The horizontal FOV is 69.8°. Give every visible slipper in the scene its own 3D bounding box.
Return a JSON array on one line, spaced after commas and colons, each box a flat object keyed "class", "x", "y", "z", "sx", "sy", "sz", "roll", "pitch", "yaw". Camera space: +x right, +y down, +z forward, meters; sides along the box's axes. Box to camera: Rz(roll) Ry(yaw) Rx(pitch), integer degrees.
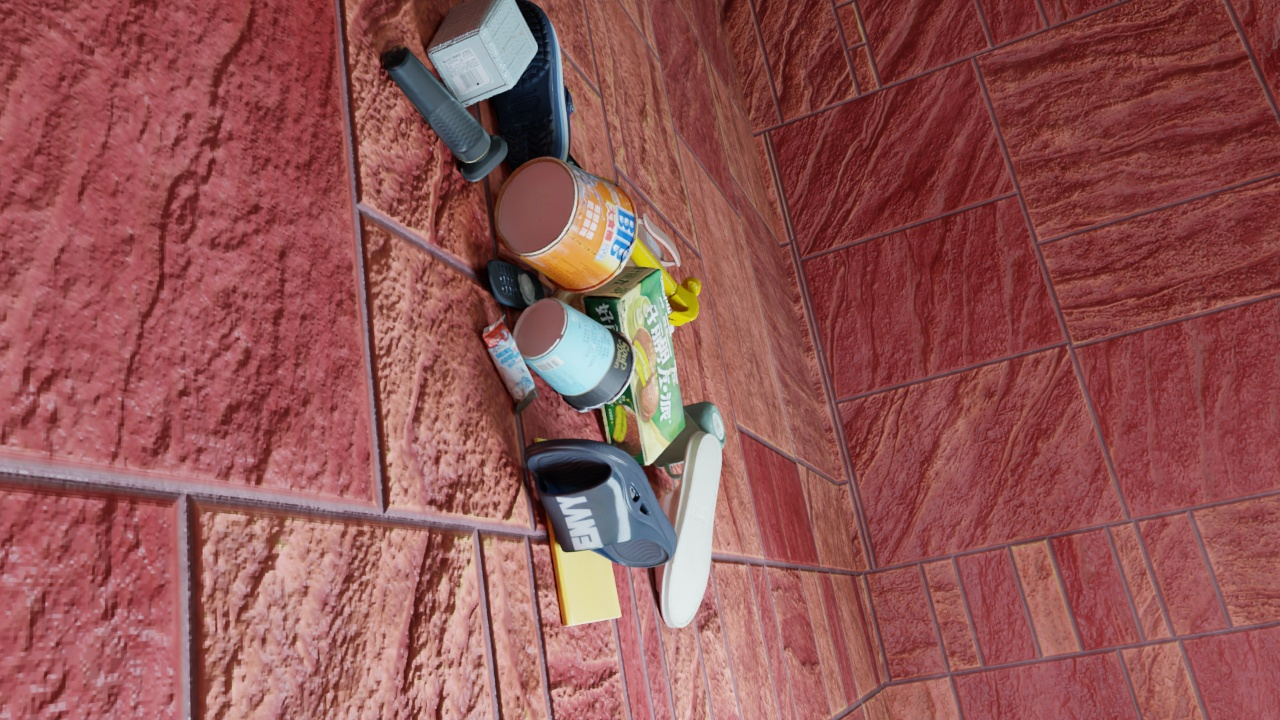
[{"class": "slipper", "x": 0.060, "y": 0.232, "z": 1.283, "sx": 0.114, "sy": 0.055, "sz": 0.274, "roll": 28, "pitch": 69, "yaw": -54}, {"class": "slipper", "x": -0.134, "y": -0.342, "z": 1.174, "sx": 0.095, "sy": 0.105, "sz": 0.252, "roll": 18, "pitch": 57, "yaw": -67}, {"class": "slipper", "x": -0.034, "y": 0.176, "z": 0.992, "sx": 0.268, "sy": 0.111, "sz": 0.083, "roll": 57, "pitch": 29, "yaw": -45}]

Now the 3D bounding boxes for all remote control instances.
[{"class": "remote control", "x": -0.146, "y": -0.083, "z": 1.046, "sx": 0.136, "sy": 0.024, "sz": 0.053, "roll": 11, "pitch": 62, "yaw": -71}]

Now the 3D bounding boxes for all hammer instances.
[{"class": "hammer", "x": -0.017, "y": -0.164, "z": 1.244, "sx": 0.301, "sy": 0.033, "sz": 0.128, "roll": 48, "pitch": 31, "yaw": -22}]

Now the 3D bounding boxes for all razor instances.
[{"class": "razor", "x": -0.212, "y": -0.266, "z": 0.981, "sx": 0.167, "sy": 0.062, "sz": 0.067, "roll": 48, "pitch": 1, "yaw": -43}]

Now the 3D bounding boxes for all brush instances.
[{"class": "brush", "x": 0.011, "y": -0.194, "z": 1.533, "sx": 0.145, "sy": 0.073, "sz": 0.063, "roll": 50, "pitch": 31, "yaw": -48}]

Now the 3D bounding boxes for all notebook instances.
[{"class": "notebook", "x": -0.071, "y": 0.196, "z": 1.053, "sx": 0.145, "sy": 0.010, "sz": 0.206, "roll": 25, "pitch": 51, "yaw": -66}]

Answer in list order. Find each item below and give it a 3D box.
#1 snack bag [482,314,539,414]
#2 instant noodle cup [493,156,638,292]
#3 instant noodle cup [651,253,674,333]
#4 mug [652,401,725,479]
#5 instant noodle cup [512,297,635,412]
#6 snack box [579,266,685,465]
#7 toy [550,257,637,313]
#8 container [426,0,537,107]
[{"class": "snack bag", "x": -0.140, "y": 0.004, "z": 0.988, "sx": 0.048, "sy": 0.026, "sz": 0.104, "roll": -47, "pitch": 120, "yaw": -53}, {"class": "instant noodle cup", "x": -0.094, "y": -0.166, "z": 1.092, "sx": 0.111, "sy": 0.152, "sz": 0.151, "roll": 20, "pitch": 55, "yaw": -58}, {"class": "instant noodle cup", "x": 0.001, "y": -0.100, "z": 1.444, "sx": 0.137, "sy": 0.060, "sz": 0.173, "roll": -17, "pitch": 92, "yaw": -72}, {"class": "mug", "x": 0.069, "y": 0.122, "z": 1.374, "sx": 0.082, "sy": 0.106, "sz": 0.111, "roll": 50, "pitch": 30, "yaw": -53}, {"class": "instant noodle cup", "x": -0.083, "y": -0.013, "z": 1.061, "sx": 0.120, "sy": 0.111, "sz": 0.111, "roll": 39, "pitch": 38, "yaw": -48}, {"class": "snack box", "x": -0.007, "y": 0.007, "z": 1.201, "sx": 0.114, "sy": 0.063, "sz": 0.240, "roll": -41, "pitch": 127, "yaw": -52}, {"class": "toy", "x": -0.061, "y": -0.106, "z": 1.241, "sx": 0.143, "sy": 0.083, "sz": 0.225, "roll": 42, "pitch": 32, "yaw": -23}, {"class": "container", "x": -0.186, "y": -0.363, "z": 1.071, "sx": 0.111, "sy": 0.090, "sz": 0.090, "roll": -79, "pitch": 147, "yaw": -49}]
